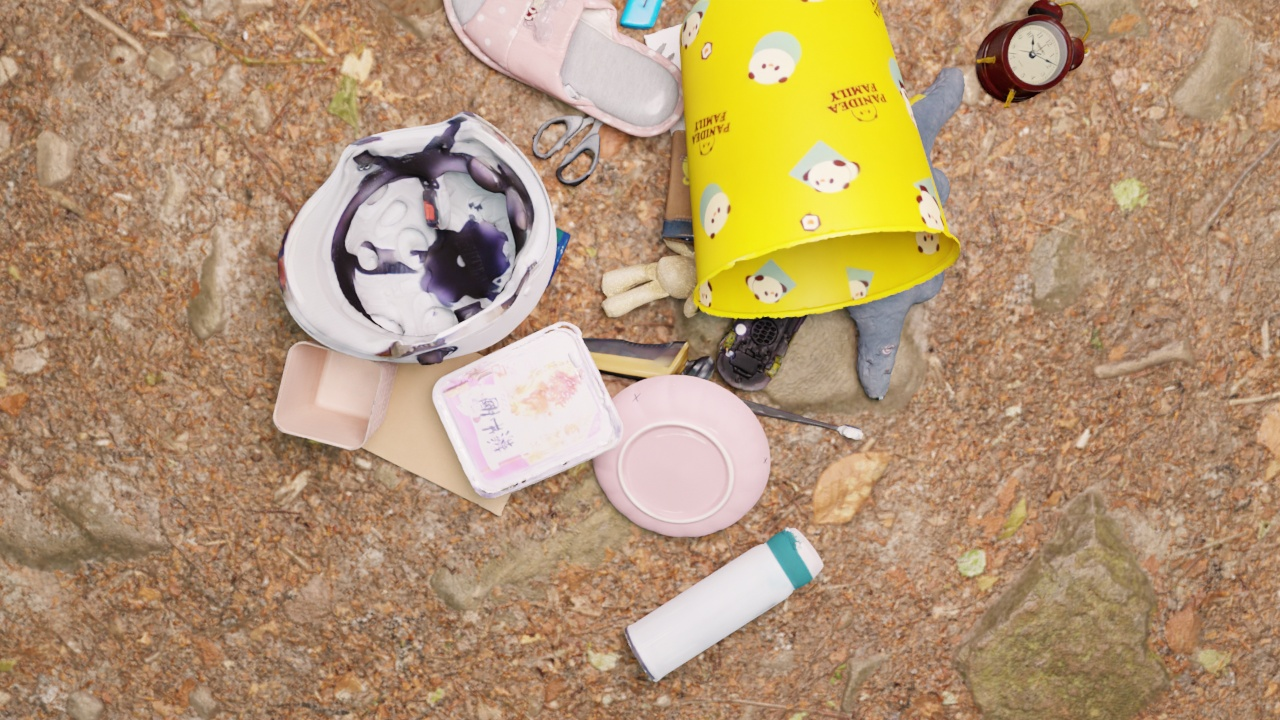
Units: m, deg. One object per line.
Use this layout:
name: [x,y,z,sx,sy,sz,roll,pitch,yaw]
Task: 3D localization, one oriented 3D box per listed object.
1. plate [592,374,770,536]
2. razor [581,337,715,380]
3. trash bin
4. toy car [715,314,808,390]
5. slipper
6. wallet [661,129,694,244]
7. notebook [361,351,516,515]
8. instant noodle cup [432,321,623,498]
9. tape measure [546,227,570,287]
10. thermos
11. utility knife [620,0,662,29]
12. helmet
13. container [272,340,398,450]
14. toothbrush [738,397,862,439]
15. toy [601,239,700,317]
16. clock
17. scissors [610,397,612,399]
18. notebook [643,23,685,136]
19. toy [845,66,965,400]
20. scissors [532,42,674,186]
plate: [0.039,0.109,0.962,0.192,0.039,0.193,4,114,9]
razor: [-0.006,0.006,0.971,0.167,0.062,0.067,9,85,2]
trash bin: [0.141,-0.190,0.822,0.229,0.230,0.255,-8,78,-2]
toy car: [0.134,-0.043,0.974,0.070,0.042,0.158,29,91,-6]
slipper: [-0.076,-0.315,0.910,0.274,0.054,0.114,33,93,0]
wallet: [0.071,-0.175,0.934,0.090,0.033,0.115,5,81,2]
notebook: [-0.211,0.056,0.987,0.211,0.012,0.149,27,95,-6]
instant noodle cup: [-0.109,0.050,0.939,0.174,0.060,0.138,-24,90,15]
tape measure: [-0.093,-0.110,0.947,0.025,0.054,0.058,24,128,-9]
thermos: [0.095,0.264,1.006,0.224,0.073,0.073,-33,98,2]
utility knife: [0.030,-0.431,0.926,0.034,0.018,0.203,21,95,-5]
helmet: [-0.198,-0.100,0.891,0.259,0.146,0.229,-28,74,5]
container: [-0.298,0.028,0.918,0.090,0.111,0.090,15,95,-5]
toothbrush: [0.158,0.061,1.005,0.181,0.018,0.016,14,100,-3]
toy: [0.034,-0.082,0.960,0.157,0.066,0.105,-13,56,3]
clock: [0.405,-0.318,0.942,0.122,0.055,0.082,-36,98,1]
scissors: [-0.016,0.051,0.996,0.135,0.017,0.064,5,88,-8]
notebook: [0.124,-0.291,0.944,0.209,0.012,0.150,-15,100,5]
toy: [0.254,-0.132,0.951,0.137,0.091,0.356,4,100,-30]
scissors: [-0.030,-0.250,0.946,0.173,0.014,0.142,-8,97,2]
